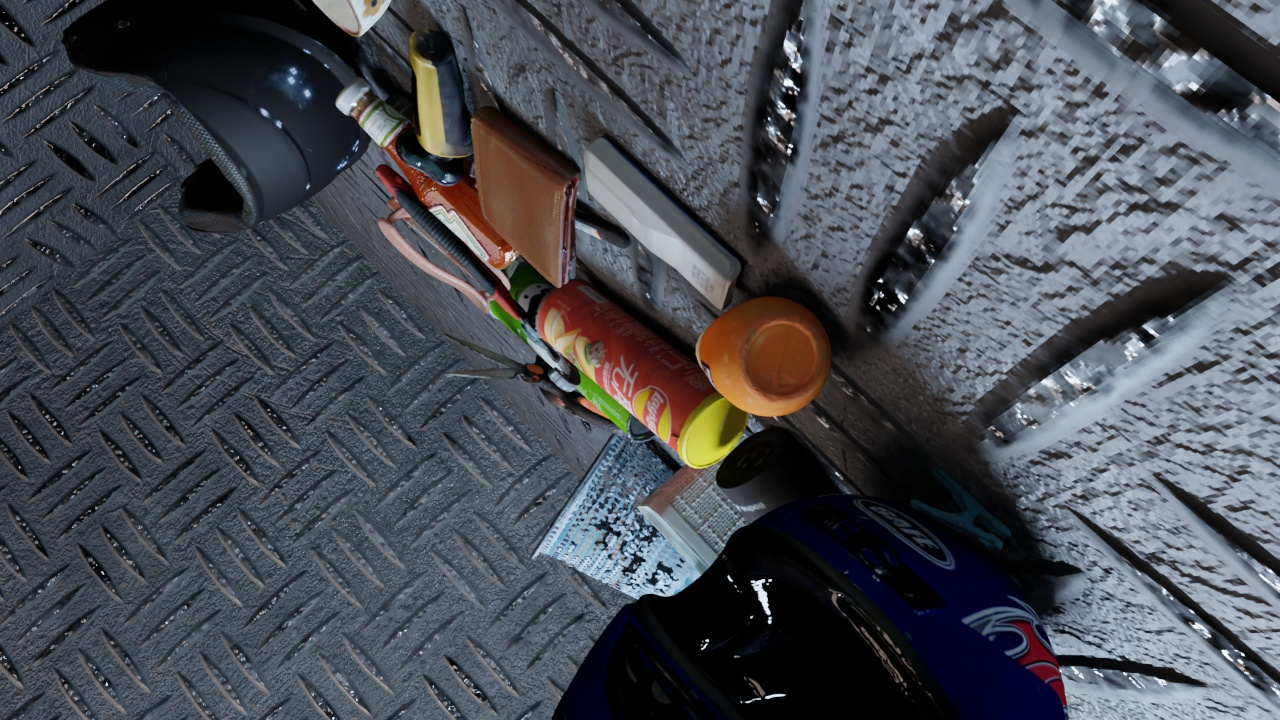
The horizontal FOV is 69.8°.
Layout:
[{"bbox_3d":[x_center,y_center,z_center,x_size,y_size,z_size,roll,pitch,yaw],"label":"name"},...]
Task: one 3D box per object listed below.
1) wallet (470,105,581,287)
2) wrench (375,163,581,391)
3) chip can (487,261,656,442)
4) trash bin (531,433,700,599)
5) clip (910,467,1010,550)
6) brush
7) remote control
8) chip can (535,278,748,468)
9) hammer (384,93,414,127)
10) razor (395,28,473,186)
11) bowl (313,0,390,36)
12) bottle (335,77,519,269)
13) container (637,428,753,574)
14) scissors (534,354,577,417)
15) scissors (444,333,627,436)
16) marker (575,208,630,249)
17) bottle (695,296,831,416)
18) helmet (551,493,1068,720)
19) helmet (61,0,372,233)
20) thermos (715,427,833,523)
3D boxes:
[{"bbox_3d":[-0.085,-0.125,0.705,0.101,0.032,0.125,43,154,20],"label":"wallet"},{"bbox_3d":[-0.149,-0.078,0.861,0.273,0.016,0.056,49,-161,-8],"label":"wrench"},{"bbox_3d":[-0.062,-0.012,0.939,0.236,0.072,0.072,40,167,31],"label":"chip can"},{"bbox_3d":[-0.004,0.220,1.228,0.195,0.226,0.227,34,168,1],"label":"trash bin"},{"bbox_3d":[0.184,0.088,0.522,0.055,0.038,0.013,37,169,15],"label":"clip"},{"bbox_3d":[-0.189,-0.113,0.918,0.145,0.073,0.063,43,158,-25],"label":"brush"},{"bbox_3d":[0.011,-0.083,0.562,0.125,0.024,0.049,44,168,12],"label":"remote control"},{"bbox_3d":[-0.005,0.005,0.794,0.216,0.073,0.073,39,166,37],"label":"chip can"},{"bbox_3d":[-0.185,-0.156,0.997,0.126,0.032,0.323,38,166,38],"label":"hammer"},{"bbox_3d":[-0.164,-0.198,0.721,0.168,0.067,0.062,118,141,-71],"label":"razor"},{"bbox_3d":[-0.190,-0.267,0.570,0.113,0.062,0.113,45,167,13],"label":"bowl"},{"bbox_3d":[-0.184,-0.170,0.827,0.206,0.059,0.060,43,170,-12],"label":"bottle"},{"bbox_3d":[0.071,0.124,0.822,0.090,0.111,0.090,46,168,1],"label":"container"},{"bbox_3d":[-0.098,0.005,1.053,0.226,0.015,0.188,37,-165,3],"label":"scissors"},{"bbox_3d":[-0.092,0.021,0.960,0.221,0.022,0.228,31,-156,17],"label":"scissors"},{"bbox_3d":[-0.048,-0.110,0.710,0.124,0.015,0.018,32,160,43],"label":"marker"},{"bbox_3d":[0.064,-0.004,0.556,0.067,0.066,0.149,48,176,-7],"label":"bottle"},{"bbox_3d":[0.121,0.199,0.552,0.247,0.240,0.315,34,173,47],"label":"helmet"},{"bbox_3d":[-0.395,-0.267,0.898,0.274,0.230,0.234,56,163,29],"label":"helmet"},{"bbox_3d":[0.168,0.159,0.740,0.242,0.068,0.090,48,136,-15],"label":"thermos"}]
